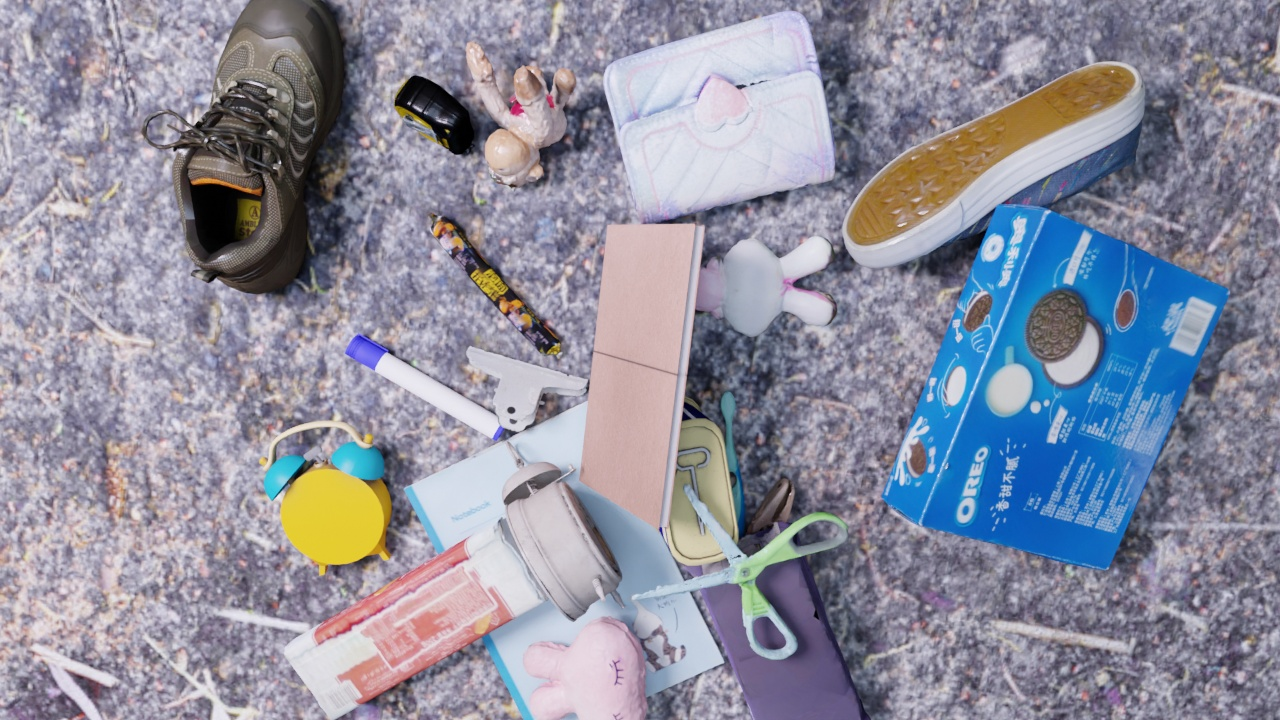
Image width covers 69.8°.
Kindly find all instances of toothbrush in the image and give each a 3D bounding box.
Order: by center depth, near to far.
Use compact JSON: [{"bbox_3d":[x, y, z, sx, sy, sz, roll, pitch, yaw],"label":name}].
[{"bbox_3d":[0.074,0.091,0.756,0.022,0.017,0.135,-3,100,2],"label":"toothbrush"}]

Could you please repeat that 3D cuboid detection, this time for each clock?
[{"bbox_3d":[-0.065,0.126,0.721,0.061,0.103,0.157,-32,69,-2],"label":"clock"},{"bbox_3d":[-0.254,0.112,0.756,0.099,0.043,0.130,-13,104,4],"label":"clock"}]

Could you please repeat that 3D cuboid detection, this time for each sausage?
[{"bbox_3d":[-0.117,-0.059,0.737,0.020,0.020,0.155,-41,95,7],"label":"sausage"}]

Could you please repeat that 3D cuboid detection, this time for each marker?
[{"bbox_3d":[-0.174,0.022,0.751,0.141,0.020,0.020,30,98,-2],"label":"marker"}]

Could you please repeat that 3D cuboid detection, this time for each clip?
[{"bbox_3d":[-0.097,0.025,0.735,0.102,0.046,0.055,15,65,0],"label":"clip"},{"bbox_3d":[0.112,0.128,0.754,0.059,0.026,0.052,-28,98,5],"label":"clip"}]

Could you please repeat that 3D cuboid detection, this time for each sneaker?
[{"bbox_3d":[-0.296,-0.164,0.667,0.101,0.143,0.238,12,98,1],"label":"sneaker"},{"bbox_3d":[0.267,-0.133,0.697,0.236,0.087,0.079,-30,131,9],"label":"sneaker"}]

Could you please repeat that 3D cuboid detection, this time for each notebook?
[{"bbox_3d":[-0.004,0.004,0.683,0.008,0.141,0.209,4,96,-27],"label":"notebook"},{"bbox_3d":[-0.064,0.182,0.774,0.181,0.009,0.253,-26,96,5],"label":"notebook"}]

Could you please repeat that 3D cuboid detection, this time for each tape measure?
[{"bbox_3d":[-0.159,-0.186,0.700,0.061,0.062,0.034,33,82,0],"label":"tape measure"}]

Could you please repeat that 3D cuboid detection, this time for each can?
[{"bbox_3d":[0.035,0.092,0.713,0.056,0.092,0.116,-10,98,-7],"label":"can"}]

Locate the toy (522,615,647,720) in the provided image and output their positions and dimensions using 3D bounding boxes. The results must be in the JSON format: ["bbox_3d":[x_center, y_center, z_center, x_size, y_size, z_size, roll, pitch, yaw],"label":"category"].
[{"bbox_3d":[-0.045,0.265,0.756,0.105,0.053,0.108,-6,100,17],"label":"toy"}]

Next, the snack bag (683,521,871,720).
[{"bbox_3d":[0.114,0.235,0.744,0.096,0.058,0.205,-22,103,4],"label":"snack bag"}]

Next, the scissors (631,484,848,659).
[{"bbox_3d":[0.077,0.159,0.675,0.171,0.023,0.172,-14,113,-9],"label":"scissors"}]

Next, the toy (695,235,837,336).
[{"bbox_3d":[0.094,-0.059,0.722,0.122,0.038,0.079,-2,110,2],"label":"toy"}]

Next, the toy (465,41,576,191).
[{"bbox_3d":[-0.098,-0.181,0.701,0.085,0.074,0.106,29,122,28],"label":"toy"}]

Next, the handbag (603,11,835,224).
[{"bbox_3d":[0.060,-0.180,0.692,0.158,0.069,0.126,-14,99,1],"label":"handbag"}]

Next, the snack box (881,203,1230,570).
[{"bbox_3d":[0.309,0.027,0.683,0.195,0.056,0.239,16,99,-23],"label":"snack box"}]

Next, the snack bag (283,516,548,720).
[{"bbox_3d":[-0.185,0.214,0.762,0.225,0.041,0.077,-31,95,8],"label":"snack bag"}]
